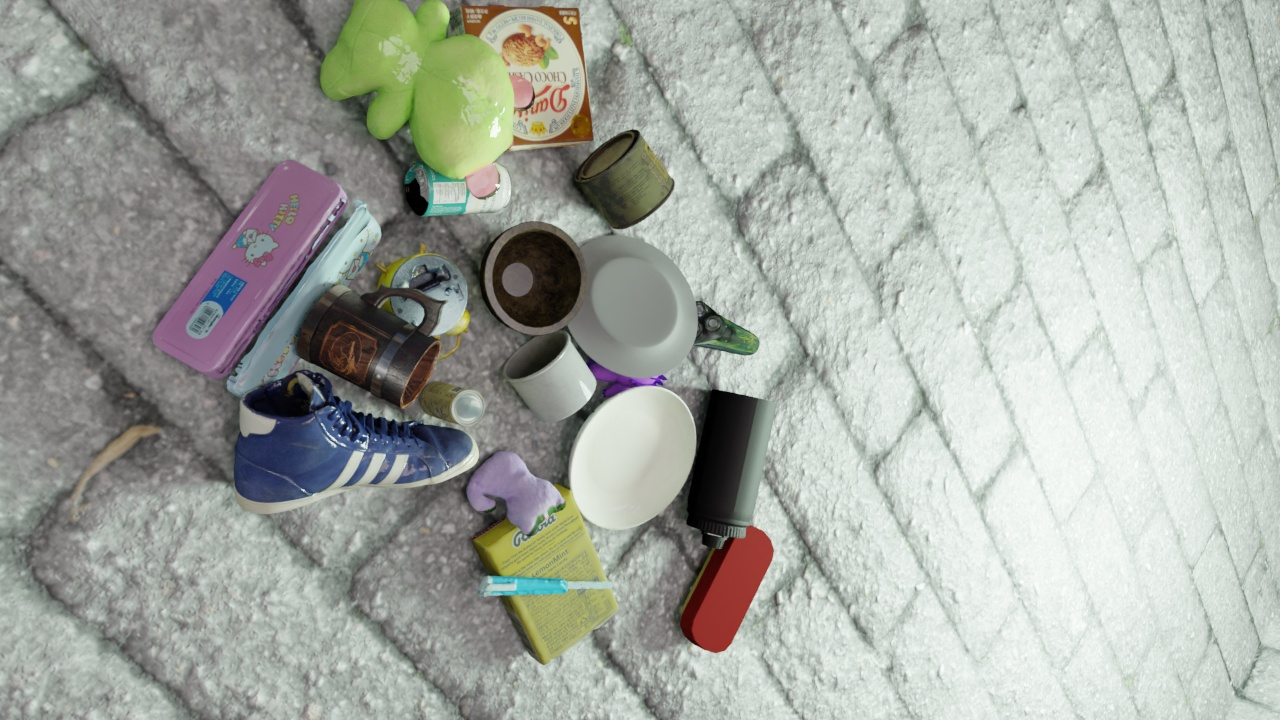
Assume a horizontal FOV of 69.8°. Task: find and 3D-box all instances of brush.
[{"bbox_3d":[0.111,0.299,1.223,0.082,0.042,0.173,39,72,-32],"label":"brush"}]

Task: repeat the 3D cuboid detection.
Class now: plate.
[{"bbox_3d":[-0.009,-0.066,1.070,0.178,0.012,0.178,10,68,-25],"label":"plate"},{"bbox_3d":[-0.014,0.113,1.103,0.182,0.034,0.182,-13,114,-32],"label":"plate"}]

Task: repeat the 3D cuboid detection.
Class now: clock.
[{"bbox_3d":[-0.219,-0.055,0.934,0.083,0.057,0.119,-31,112,-31],"label":"clock"}]

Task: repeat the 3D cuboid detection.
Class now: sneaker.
[{"bbox_3d":[-0.267,0.058,0.872,0.232,0.091,0.119,-9,124,-26],"label":"sneaker"}]

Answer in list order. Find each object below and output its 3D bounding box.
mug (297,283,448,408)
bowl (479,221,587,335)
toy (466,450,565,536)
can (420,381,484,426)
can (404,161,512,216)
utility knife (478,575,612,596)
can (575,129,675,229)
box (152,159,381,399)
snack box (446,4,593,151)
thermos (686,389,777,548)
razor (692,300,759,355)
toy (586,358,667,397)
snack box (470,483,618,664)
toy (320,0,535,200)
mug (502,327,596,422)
[{"bbox_3d":[-0.246,-0.027,0.865,0.107,0.080,0.116,28,105,2],"label":"mug"},{"bbox_3d":[-0.124,-0.088,1.000,0.121,0.056,0.121,-2,94,-32],"label":"bowl"},{"bbox_3d":[-0.139,0.148,1.005,0.099,0.037,0.080,42,66,15],"label":"toy"},{"bbox_3d":[-0.195,0.044,0.948,0.038,0.080,0.038,-4,97,-36],"label":"can"},{"bbox_3d":[-0.187,-0.178,0.946,0.101,0.055,0.055,-10,100,-35],"label":"can"},{"bbox_3d":[-0.101,0.253,1.022,0.166,0.015,0.022,11,92,-32],"label":"utility knife"},{"bbox_3d":[-0.018,-0.207,1.045,0.089,0.090,0.074,-51,120,-21],"label":"can"},{"bbox_3d":[-0.342,-0.072,0.862,0.090,0.091,0.213,27,75,9],"label":"box"},{"bbox_3d":[-0.127,-0.301,0.985,0.142,0.041,0.147,-14,103,-34],"label":"snack box"},{"bbox_3d":[0.113,0.143,1.180,0.086,0.086,0.198,15,86,-36],"label":"thermos"},{"bbox_3d":[0.108,-0.034,1.173,0.151,0.067,0.054,19,85,-44],"label":"razor"},{"bbox_3d":[-0.007,0.006,1.095,0.088,0.056,0.106,23,106,-49],"label":"toy"},{"bbox_3d":[-0.106,0.248,1.059,0.121,0.045,0.181,-32,115,-26],"label":"snack box"},{"bbox_3d":[-0.200,-0.265,0.876,0.197,0.107,0.150,25,81,-8],"label":"toy"},{"bbox_3d":[-0.096,0.008,1.025,0.070,0.084,0.113,58,31,-28],"label":"mug"}]
